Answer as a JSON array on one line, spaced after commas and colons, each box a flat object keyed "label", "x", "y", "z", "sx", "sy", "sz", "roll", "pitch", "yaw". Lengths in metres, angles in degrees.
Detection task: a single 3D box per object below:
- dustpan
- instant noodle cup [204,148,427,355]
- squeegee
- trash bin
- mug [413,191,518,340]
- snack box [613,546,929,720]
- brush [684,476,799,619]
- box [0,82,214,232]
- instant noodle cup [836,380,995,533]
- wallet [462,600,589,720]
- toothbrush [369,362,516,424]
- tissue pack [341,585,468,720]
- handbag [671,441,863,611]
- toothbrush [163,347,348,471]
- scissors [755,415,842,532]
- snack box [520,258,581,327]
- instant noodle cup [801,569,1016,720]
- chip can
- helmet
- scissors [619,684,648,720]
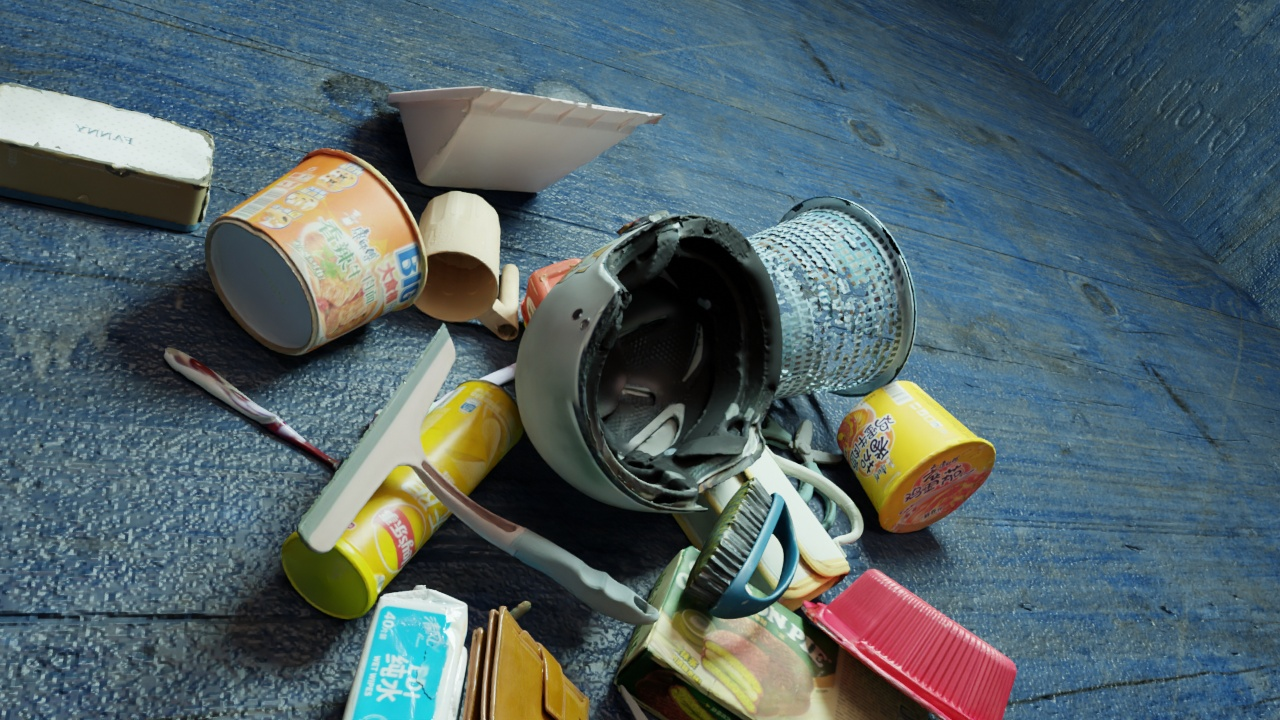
[{"label": "dustpan", "x": -0.150, "y": -0.278, "z": 0.994, "sx": 0.222, "sy": 0.274, "sz": 0.138, "roll": -3, "pitch": 75, "yaw": -42}, {"label": "instant noodle cup", "x": -0.267, "y": -0.082, "z": 0.745, "sx": 0.151, "sy": 0.152, "sz": 0.111, "roll": 39, "pitch": 45, "yaw": 6}, {"label": "squeegee", "x": -0.090, "y": 0.119, "z": 0.644, "sx": 0.249, "sy": 0.040, "sz": 0.247, "roll": 39, "pitch": 28, "yaw": -12}, {"label": "trash bin", "x": 0.138, "y": -0.045, "z": 0.968, "sx": 0.194, "sy": 0.227, "sz": 0.226, "roll": -17, "pitch": 59, "yaw": -31}, {"label": "mug", "x": -0.163, "y": -0.090, "z": 0.888, "sx": 0.124, "sy": 0.084, "sz": 0.103, "roll": 41, "pitch": 28, "yaw": -34}, {"label": "snack box", "x": 0.106, "y": 0.258, "z": 0.709, "sx": 0.240, "sy": 0.063, "sz": 0.114, "roll": 33, "pitch": 37, "yaw": -2}, {"label": "brush", "x": 0.087, "y": 0.151, "z": 0.716, "sx": 0.073, "sy": 0.055, "sz": 0.143, "roll": 36, "pitch": 32, "yaw": 3}, {"label": "box", "x": -0.458, "y": -0.169, "z": 0.765, "sx": 0.184, "sy": 0.059, "sz": 0.089, "roll": 10, "pitch": 43, "yaw": -26}, {"label": "instant noodle cup", "x": 0.281, "y": 0.097, "z": 0.969, "sx": 0.137, "sy": 0.138, "sz": 0.109, "roll": 3, "pitch": 38, "yaw": -34}, {"label": "wallet", "x": -0.069, "y": 0.229, "z": 0.583, "sx": 0.118, "sy": 0.035, "sz": 0.131, "roll": -88, "pitch": 156, "yaw": -47}, {"label": "toothbrush", "x": -0.156, "y": 0.026, "z": 0.806, "sx": 0.188, "sy": 0.029, "sz": 0.021, "roll": -25, "pitch": 106, "yaw": -50}, {"label": "tissue pack", "x": -0.140, "y": 0.214, "z": 0.547, "sx": 0.063, "sy": 0.090, "sz": 0.139, "roll": 10, "pitch": 40, "yaw": -7}, {"label": "handbag", "x": 0.130, "y": 0.137, "z": 0.848, "sx": 0.178, "sy": 0.063, "sz": 0.163, "roll": -15, "pitch": 60, "yaw": -39}, {"label": "toothbrush", "x": -0.281, "y": 0.043, "z": 0.695, "sx": 0.187, "sy": 0.017, "sz": 0.016, "roll": 34, "pitch": 36, "yaw": -1}, {"label": "scissors", "x": 0.137, "y": 0.099, "z": 0.946, "sx": 0.180, "sy": 0.019, "sz": 0.169, "roll": 29, "pitch": 39, "yaw": -5}, {"label": "snack box", "x": -0.067, "y": -0.045, "z": 0.877, "sx": 0.082, "sy": 0.080, "sz": 0.091, "roll": -21, "pitch": 68, "yaw": -16}, {"label": "instant noodle cup", "x": 0.228, "y": 0.232, "z": 0.743, "sx": 0.194, "sy": 0.066, "sz": 0.194, "roll": 35, "pitch": -3, "yaw": 2}, {"label": "chip can", "x": -0.167, "y": 0.093, "z": 0.681, "sx": 0.072, "sy": 0.072, "sz": 0.212, "roll": 36, "pitch": 37, "yaw": 2}, {"label": "helmet", "x": -0.005, "y": 0.005, "z": 0.767, "sx": 0.273, "sy": 0.157, "sz": 0.230, "roll": -48, "pitch": 122, "yaw": -47}, {"label": "scissors", "x": 0.036, "y": 0.309, "z": 0.639, "sx": 0.165, "sy": 0.012, "sz": 0.156, "roll": 21, "pitch": 41, "yaw": -21}]
